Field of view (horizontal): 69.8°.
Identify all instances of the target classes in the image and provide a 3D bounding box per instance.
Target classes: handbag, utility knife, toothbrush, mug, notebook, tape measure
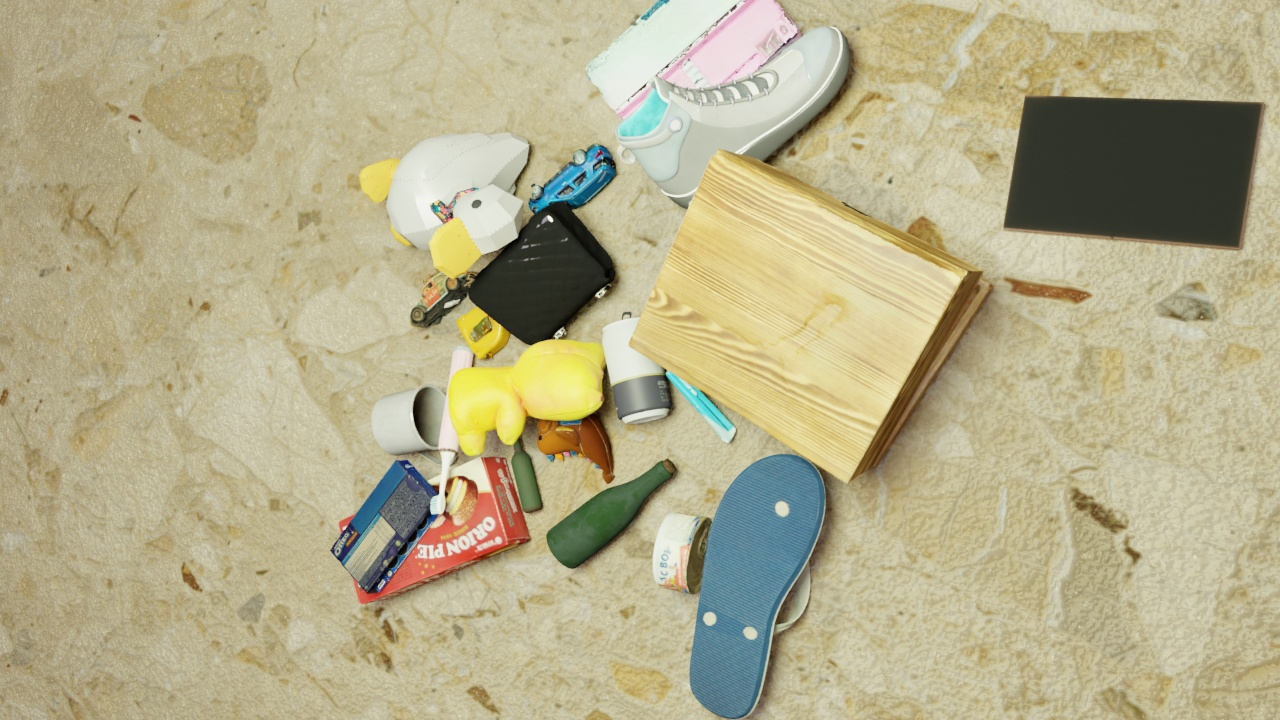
[{"bbox_3d":[-0.109,-0.102,1.109,0.125,0.114,0.154,45,110,-7],"label":"handbag"},{"bbox_3d":[0.046,0.027,1.035,0.169,0.015,0.022,46,62,-1],"label":"utility knife"},{"bbox_3d":[-0.233,0.083,1.127,0.027,0.027,0.222,-12,57,27],"label":"toothbrush"},{"bbox_3d":[-0.284,0.090,1.171,0.071,0.084,0.113,-12,112,24],"label":"mug"},{"bbox_3d":[0.479,-0.189,0.904,0.209,0.008,0.141,9,89,23],"label":"notebook"},{"bbox_3d":[-0.196,-0.039,1.166,0.059,0.030,0.068,-36,73,18],"label":"tape measure"}]

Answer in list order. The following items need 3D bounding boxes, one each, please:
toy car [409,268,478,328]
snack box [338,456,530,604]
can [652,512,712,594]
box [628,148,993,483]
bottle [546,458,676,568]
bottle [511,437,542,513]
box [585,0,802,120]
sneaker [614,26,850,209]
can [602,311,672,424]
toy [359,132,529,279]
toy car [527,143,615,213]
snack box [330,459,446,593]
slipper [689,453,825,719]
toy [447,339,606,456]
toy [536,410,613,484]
[{"bbox_3d":[-0.258,-0.089,1.187,0.112,0.047,0.047,-39,72,14],"label":"toy car"},{"bbox_3d":[-0.262,0.214,1.155,0.237,0.060,0.113,-25,74,19],"label":"snack box"},{"bbox_3d":[0.048,0.211,1.010,0.043,0.086,0.086,7,88,23],"label":"can"},{"bbox_3d":[0.171,-0.043,0.954,0.279,0.175,0.248,32,108,22],"label":"box"},{"bbox_3d":[-0.029,0.171,1.064,0.174,0.055,0.055,-39,72,14],"label":"bottle"},{"bbox_3d":[-0.145,0.134,1.131,0.025,0.025,0.106,-20,78,20],"label":"bottle"},{"bbox_3d":[0.057,-0.359,1.084,0.231,0.035,0.159,-38,72,16],"label":"box"},{"bbox_3d":[0.095,-0.288,0.989,0.257,0.160,0.093,-43,45,16],"label":"sneaker"},{"bbox_3d":[-0.006,0.006,1.062,0.064,0.064,0.127,-16,79,21],"label":"can"},{"bbox_3d":[-0.220,-0.197,1.113,0.268,0.141,0.246,9,50,41],"label":"toy"},{"bbox_3d":[-0.083,-0.214,1.120,0.120,0.056,0.043,-36,74,15],"label":"toy car"},{"bbox_3d":[-0.311,0.204,1.128,0.082,0.027,0.150,43,99,23],"label":"snack box"},{"bbox_3d":[0.123,0.239,0.993,0.118,0.060,0.295,17,95,27],"label":"slipper"},{"bbox_3d":[-0.135,0.029,1.077,0.194,0.134,0.087,-16,121,12],"label":"toy"},{"bbox_3d":[-0.078,0.108,1.102,0.090,0.070,0.103,-19,101,33],"label":"toy"}]
